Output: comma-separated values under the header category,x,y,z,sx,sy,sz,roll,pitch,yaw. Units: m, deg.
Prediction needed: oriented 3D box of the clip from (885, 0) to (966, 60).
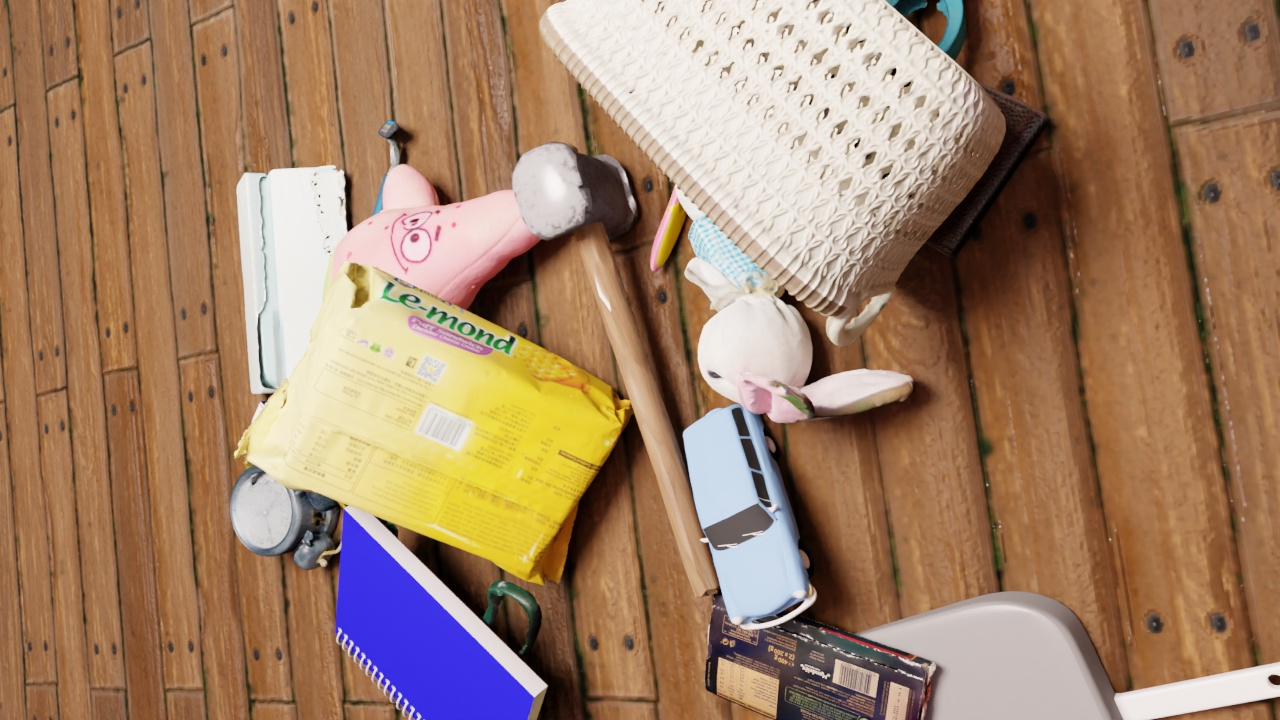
category,x,y,z,sx,sy,sz,roll,pitch,yaw
clip,0.193,-0.227,0.553,0.113,0.028,0.126,27,89,29

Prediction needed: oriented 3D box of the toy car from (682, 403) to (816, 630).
category,x,y,z,sx,sy,sz,roll,pitch,yaw
toy car,0.066,0.094,0.593,0.056,0.054,0.153,-31,51,24

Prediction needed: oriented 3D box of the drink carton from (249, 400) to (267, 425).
category,x,y,z,sx,sy,sz,roll,pitch,yaw
drink carton,-0.242,0.062,0.732,0.064,0.129,0.040,35,105,24

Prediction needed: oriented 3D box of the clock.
category,x,y,z,sx,sy,sz,roll,pitch,yaw
clock,-0.304,0.133,0.810,0.129,0.052,0.090,13,95,23

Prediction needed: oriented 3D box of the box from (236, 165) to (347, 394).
category,x,y,z,sx,sy,sz,roll,pitch,yaw
box,-0.314,-0.069,0.824,0.126,0.075,0.197,-4,91,8

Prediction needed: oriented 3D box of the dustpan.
category,x,y,z,sx,sy,sz,roll,pitch,yaw
dustpan,0.242,0.213,0.533,0.258,0.033,0.163,-29,76,34

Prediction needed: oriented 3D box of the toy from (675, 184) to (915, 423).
category,x,y,z,sx,sy,sz,roll,pitch,yaw
toy,0.063,-0.032,0.597,0.106,0.130,0.205,-49,57,39

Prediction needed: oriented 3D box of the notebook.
category,x,y,z,sx,sy,sz,roll,pitch,yaw
notebook,-0.165,0.232,0.713,0.209,0.022,0.172,36,131,23

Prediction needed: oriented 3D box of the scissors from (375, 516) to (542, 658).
category,x,y,z,sx,sy,sz,roll,pitch,yaw
scissors,-0.132,0.193,0.687,0.205,0.015,0.201,-27,94,45

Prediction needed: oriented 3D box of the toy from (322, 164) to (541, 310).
category,x,y,z,sx,sy,sz,roll,pitch,yaw
toy,-0.168,-0.070,0.710,0.237,0.096,0.191,-25,57,23

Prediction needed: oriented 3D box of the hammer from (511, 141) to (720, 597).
category,x,y,z,sx,sy,sz,roll,pitch,yaw
hammer,-0.004,0.004,0.641,0.052,0.098,0.328,-20,87,23

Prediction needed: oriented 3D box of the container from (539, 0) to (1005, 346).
category,x,y,z,sx,sy,sz,roll,pitch,yaw
container,0.076,-0.144,0.504,0.246,0.184,0.143,48,114,13

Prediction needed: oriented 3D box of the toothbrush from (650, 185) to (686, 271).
category,x,y,z,sx,sy,sz,roll,pitch,yaw
toothbrush,0.031,-0.128,0.653,0.016,0.021,0.135,18,95,30

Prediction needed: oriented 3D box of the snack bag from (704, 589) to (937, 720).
category,x,y,z,sx,sy,sz,roll,pitch,yaw
snack bag,0.110,0.206,0.595,0.155,0.018,0.074,11,99,36

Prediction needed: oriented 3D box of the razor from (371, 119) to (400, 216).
category,x,y,z,sx,sy,sz,roll,pitch,yaw
razor,-0.225,-0.133,0.789,0.042,0.022,0.144,38,116,62

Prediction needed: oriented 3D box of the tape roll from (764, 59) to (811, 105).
category,x,y,z,sx,sy,sz,roll,pitch,yaw
tape roll,0.069,-0.163,0.624,0.091,0.016,0.093,24,93,17

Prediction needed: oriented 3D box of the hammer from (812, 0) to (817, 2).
category,x,y,z,sx,sy,sz,roll,pitch,yaw
hammer,0.001,-0.293,0.657,0.323,0.051,0.117,16,100,30

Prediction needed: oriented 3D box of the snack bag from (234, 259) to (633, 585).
category,x,y,z,sx,sy,sz,roll,pitch,yaw
snack bag,-0.129,0.052,0.636,0.160,0.247,0.068,-61,21,7

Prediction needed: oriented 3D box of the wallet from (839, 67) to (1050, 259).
category,x,y,z,sx,sy,sz,roll,pitch,yaw
wallet,0.172,-0.134,0.573,0.120,0.031,0.099,37,103,24
